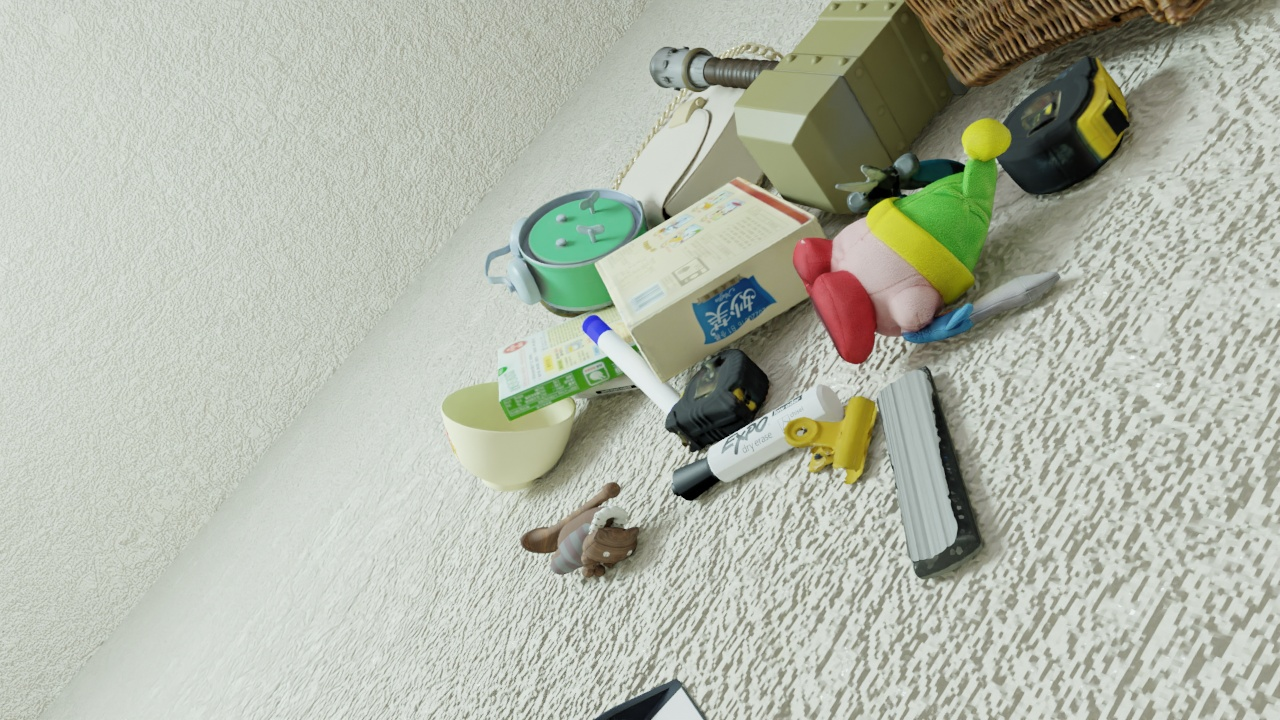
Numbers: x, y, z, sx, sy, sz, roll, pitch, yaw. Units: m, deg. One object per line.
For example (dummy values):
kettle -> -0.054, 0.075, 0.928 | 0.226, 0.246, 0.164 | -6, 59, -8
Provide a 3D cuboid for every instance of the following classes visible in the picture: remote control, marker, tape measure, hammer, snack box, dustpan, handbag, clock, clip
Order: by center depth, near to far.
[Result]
dustpan -> -0.062, 0.265, 0.352 | 0.273, 0.080, 0.236 | -49, 20, -4
remote control -> 0.137, 0.049, 0.443 | 0.033, 0.013, 0.136 | -37, 21, 26
clip -> 0.102, 0.042, 0.503 | 0.046, 0.035, 0.052 | -18, 36, 41
tape measure -> 0.240, -0.132, 0.526 | 0.072, 0.042, 0.072 | -31, 28, 32
marker -> 0.067, 0.054, 0.562 | 0.126, 0.025, 0.025 | -35, 24, 33
tape measure -> 0.055, 0.022, 0.625 | 0.067, 0.038, 0.062 | -27, 28, 45
marker -> -0.004, 0.004, 0.725 | 0.020, 0.020, 0.141 | -48, 45, 1
snack box -> 0.051, -0.073, 0.732 | 0.153, 0.055, 0.207 | -31, 21, 2
hammer -> 0.107, -0.248, 0.796 | 0.190, 0.100, 0.325 | -51, 37, -7
marker -> -0.024, 0.022, 0.820 | 0.134, 0.020, 0.017 | -12, 45, 56
snack box -> -0.046, -0.011, 0.822 | 0.168, 0.027, 0.132 | -22, 22, -1
clock -> -0.072, -0.107, 0.883 | 0.162, 0.075, 0.121 | -11, 43, 5
handbag -> 0.069, -0.210, 0.968 | 0.208, 0.103, 0.211 | -59, 21, -7

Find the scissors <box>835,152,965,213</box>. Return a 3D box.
scissors -> 0.163, -0.108, 0.577 | 0.122, 0.019, 0.149 | -27, -13, -4

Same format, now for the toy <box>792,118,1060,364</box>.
toy -> 0.155, -0.064, 0.514 | 0.131, 0.097, 0.124 | -23, 32, 10

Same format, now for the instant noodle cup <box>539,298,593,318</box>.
instant noodle cup -> -0.053, -0.092, 0.993 | 0.102, 0.102, 0.108 | -52, 29, -12

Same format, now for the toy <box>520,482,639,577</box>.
toy -> -0.039, 0.122, 0.625 | 0.102, 0.041, 0.054 | -42, 57, 43

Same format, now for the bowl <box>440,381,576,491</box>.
bowl -> -0.117, 0.074, 0.818 | 0.118, 0.118, 0.074 | -113, 24, -68

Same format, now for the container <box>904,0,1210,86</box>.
container -> 0.235, -0.306, 0.557 | 0.162, 0.250, 0.183 | -38, 5, -17
